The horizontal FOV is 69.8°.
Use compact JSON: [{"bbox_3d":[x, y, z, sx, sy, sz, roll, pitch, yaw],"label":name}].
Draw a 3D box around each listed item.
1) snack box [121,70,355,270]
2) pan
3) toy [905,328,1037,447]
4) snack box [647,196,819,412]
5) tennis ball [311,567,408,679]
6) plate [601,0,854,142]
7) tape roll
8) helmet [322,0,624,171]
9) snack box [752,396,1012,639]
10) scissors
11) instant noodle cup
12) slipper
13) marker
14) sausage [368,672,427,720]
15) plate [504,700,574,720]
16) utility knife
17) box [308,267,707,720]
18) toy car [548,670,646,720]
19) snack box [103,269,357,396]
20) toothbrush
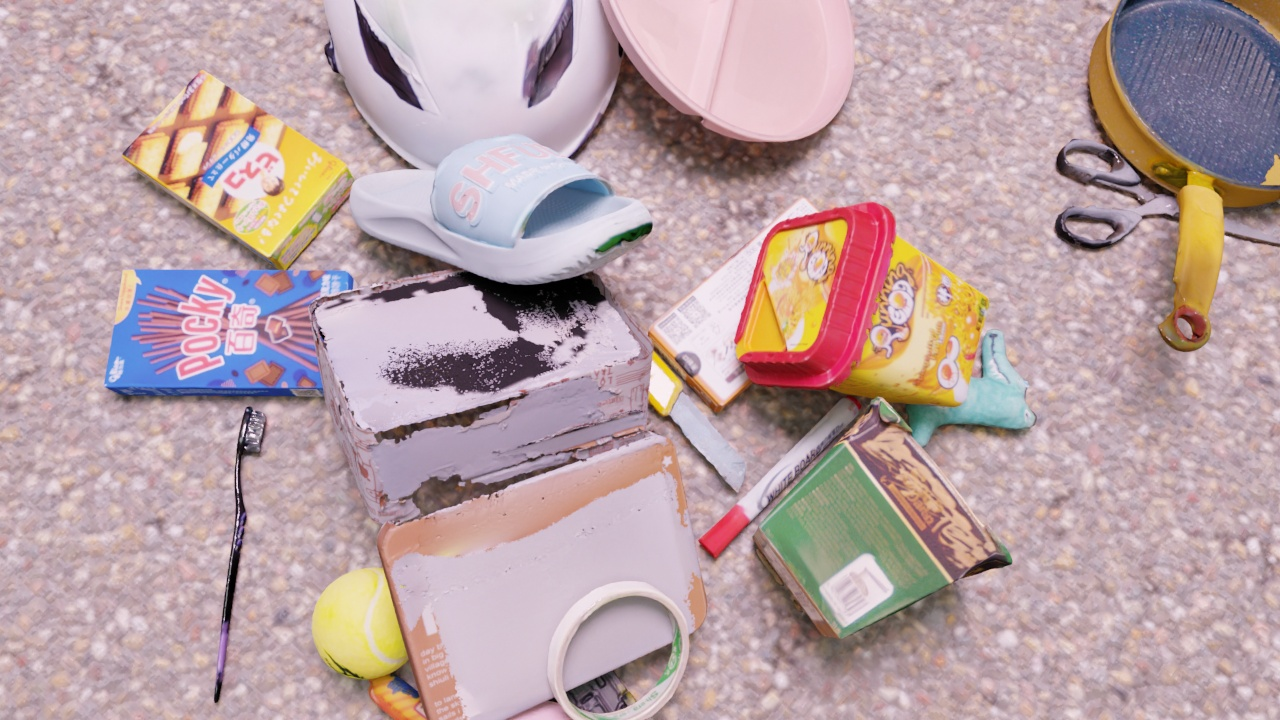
[{"bbox_3d":[-0.287,-0.137,0.660,0.140,0.034,0.086,34,76,7],"label":"snack box"},{"bbox_3d":[0.402,-0.147,0.643,0.198,0.078,0.356,26,72,4],"label":"pan"},{"bbox_3d":[0.226,0.020,0.629,0.092,0.030,0.096,8,66,-4],"label":"toy"},{"bbox_3d":[0.085,-0.040,0.643,0.153,0.026,0.075,-41,79,-12],"label":"snack box"},{"bbox_3d":[-0.165,0.160,0.558,0.065,0.065,0.065,0,74,-1],"label":"tennis ball"},{"bbox_3d":[0.062,-0.259,0.655,0.229,0.028,0.229,10,71,-30],"label":"plate"},{"bbox_3d":[-0.012,0.170,0.527,0.085,0.014,0.086,-5,101,-26],"label":"tape roll"},{"bbox_3d":[-0.118,-0.269,0.643,0.229,0.146,0.258,-4,74,-2],"label":"helmet"},{"bbox_3d":[0.133,0.108,0.557,0.105,0.117,0.118,-35,75,-6],"label":"snack box"},{"bbox_3d":[0.386,-0.119,0.680,0.164,0.014,0.164,-33,78,-11],"label":"scissors"},{"bbox_3d":[0.143,-0.026,0.581,0.123,0.116,0.116,20,82,-24],"label":"instant noodle cup"},{"bbox_3d":[-0.095,-0.106,0.581,0.246,0.074,0.103,16,30,36],"label":"slipper"},{"bbox_3d":[0.095,0.076,0.614,0.145,0.017,0.017,-42,79,-12],"label":"marker"},{"bbox_3d":[-0.104,0.241,0.558,0.165,0.021,0.021,34,76,8],"label":"sausage"},{"bbox_3d":[-0.074,0.290,0.509,0.192,0.039,0.192,0,79,-2],"label":"plate"},{"bbox_3d":[-0.004,0.004,0.633,0.033,0.015,0.223,-39,76,-12],"label":"utility knife"},{"bbox_3d":[-0.073,0.061,0.537,0.179,0.136,0.269,-16,74,-23],"label":"box"},{"bbox_3d":[-0.041,0.196,0.568,0.049,0.031,0.106,-35,79,-11],"label":"toy car"},{"bbox_3d":[-0.278,-0.019,0.628,0.157,0.026,0.084,0,74,-1],"label":"snack box"},{"bbox_3d":[-0.260,0.122,0.595,0.016,0.014,0.188,4,73,-13],"label":"toothbrush"}]
